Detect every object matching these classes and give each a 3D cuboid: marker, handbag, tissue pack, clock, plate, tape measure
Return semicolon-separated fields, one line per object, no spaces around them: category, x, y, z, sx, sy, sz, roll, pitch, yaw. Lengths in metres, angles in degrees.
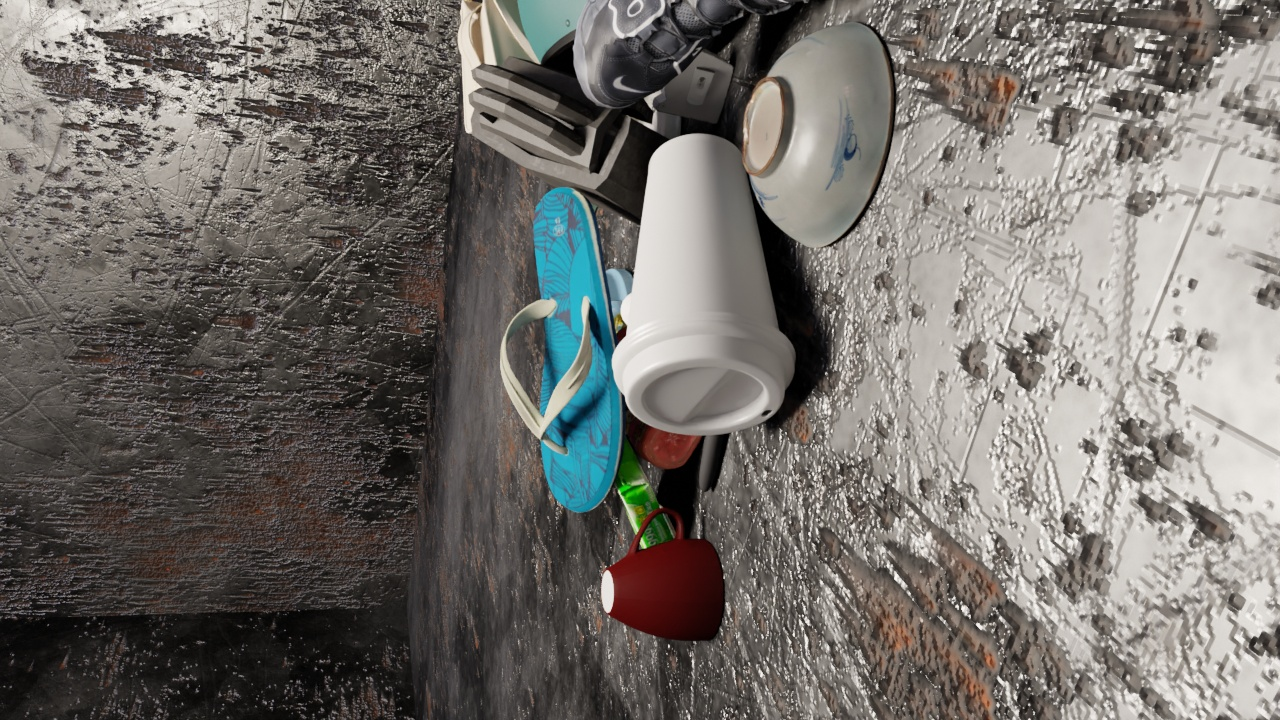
marker;0.066;0.053;0.772;0.015;0.018;0.134;-126;40;-59
handbag;-0.067;-0.212;0.823;0.197;0.199;0.102;30;97;36
tissue pack;-0.001;0.130;0.868;0.099;0.034;0.114;-121;8;-58
handbag;-0.106;-0.342;0.992;0.101;0.194;0.197;-13;83;50
clock;-0.042;-0.038;1.041;0.162;0.060;0.118;-117;37;-50
plate;0.010;-0.237;0.988;0.157;0.014;0.157;-176;91;-71
tape measure;0.047;-0.243;0.810;0.020;0.060;0.062;-113;35;-53

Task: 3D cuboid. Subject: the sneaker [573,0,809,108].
sneaker;0.062;-0.268;0.660;0.253;0.097;0.150;-51;44;17

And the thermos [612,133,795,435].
thermos;0.046;-0.065;0.707;0.132;0.131;0.221;121;155;-54

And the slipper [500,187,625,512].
slipper;-0.071;-0.003;0.808;0.118;0.060;0.295;4;101;45

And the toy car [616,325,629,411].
toy car;-0.005;0.005;0.837;0.190;0.056;0.081;-27;34;45

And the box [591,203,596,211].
box;-0.092;-0.227;1.254;0.187;0.052;0.138;113;147;-42

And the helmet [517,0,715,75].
helmet;-0.011;-0.379;0.840;0.275;0.176;0.200;-2;89;61

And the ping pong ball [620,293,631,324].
ping pong ball;0.000;-0.052;0.947;0.040;0.040;0.040;-177;91;-71

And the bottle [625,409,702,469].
bottle;0.013;0.047;0.873;0.071;0.048;0.134;-60;24;14

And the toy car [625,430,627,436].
toy car;-0.050;0.067;1.010;0.192;0.071;0.094;113;142;-63

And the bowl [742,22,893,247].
bowl;0.107;-0.155;0.627;0.151;0.056;0.150;-178;91;-71

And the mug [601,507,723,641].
mug;0.014;0.184;0.792;0.087;0.088;0.114;150;121;-68
